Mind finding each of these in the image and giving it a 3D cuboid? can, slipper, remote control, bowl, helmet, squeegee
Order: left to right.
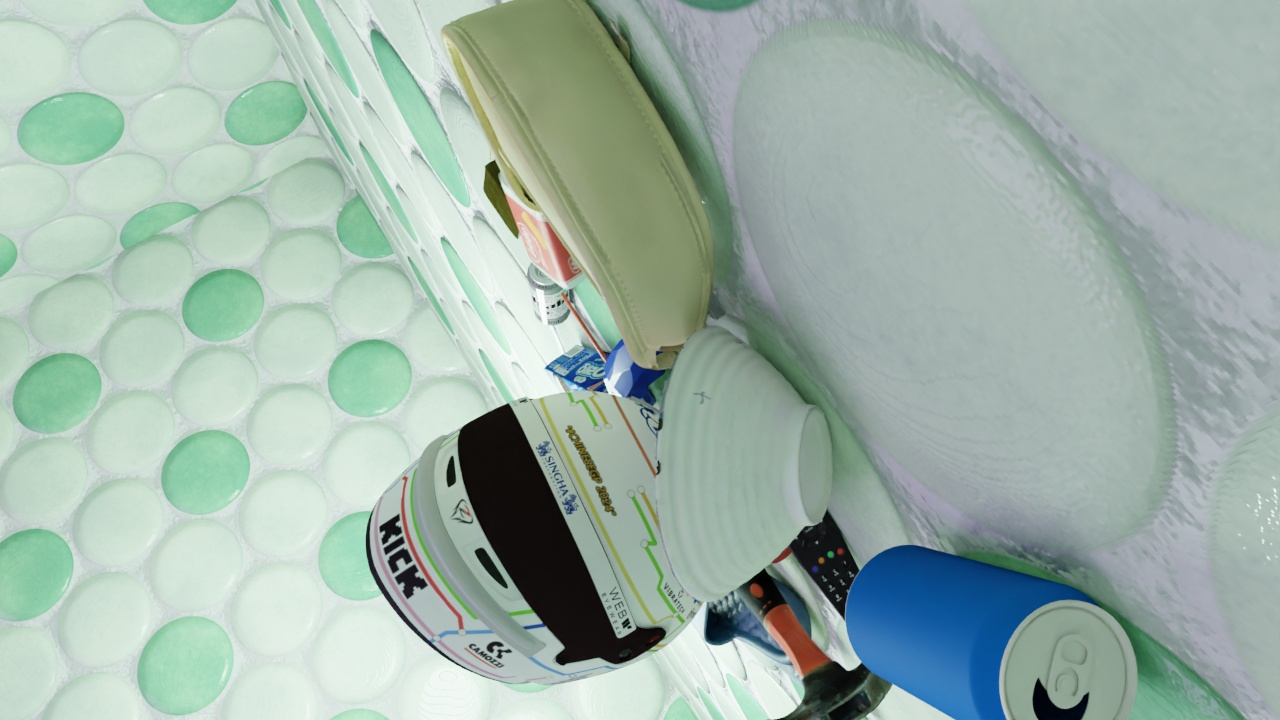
[{"bbox_3d":[-0.102,-0.079,1.032,0.044,0.044,0.107,54,166,17],"label":"can"},{"bbox_3d":[-0.049,0.139,0.768,0.231,0.236,0.314,61,-175,27],"label":"helmet"},{"bbox_3d":[-0.005,0.005,0.847,0.249,0.055,0.185,56,156,13],"label":"squeegee"},{"bbox_3d":[0.088,0.246,0.944,0.214,0.059,0.104,11,108,52],"label":"slipper"},{"bbox_3d":[0.078,0.065,0.580,0.071,0.176,0.177,-1,130,27],"label":"bowl"},{"bbox_3d":[0.135,0.143,0.680,0.124,0.039,0.010,58,171,0],"label":"remote control"},{"bbox_3d":[0.169,0.142,0.468,0.079,0.079,0.146,60,167,-4],"label":"can"}]

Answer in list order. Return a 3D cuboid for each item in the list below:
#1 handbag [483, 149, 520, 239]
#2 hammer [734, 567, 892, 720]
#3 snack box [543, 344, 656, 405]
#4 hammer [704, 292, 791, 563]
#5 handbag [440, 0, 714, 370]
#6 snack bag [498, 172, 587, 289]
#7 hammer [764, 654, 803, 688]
[{"bbox_3d":[-0.128,-0.192,0.937,0.084,0.027,0.178,55,161,7],"label":"handbag"},{"bbox_3d":[0.112,0.212,0.790,0.033,0.133,0.333,61,175,-15],"label":"hammer"},{"bbox_3d":[-0.053,0.027,1.058,0.059,0.059,0.226,59,166,-16],"label":"snack box"},{"bbox_3d":[0.064,0.046,0.741,0.126,0.036,0.316,30,150,59],"label":"hammer"},{"bbox_3d":[-0.031,-0.118,0.599,0.232,0.088,0.191,56,169,26],"label":"handbag"},{"bbox_3d":[-0.092,-0.130,0.887,0.077,0.036,0.116,40,158,36],"label":"snack bag"},{"bbox_3d":[0.110,0.273,1.004,0.326,0.036,0.141,32,126,49],"label":"hammer"}]
